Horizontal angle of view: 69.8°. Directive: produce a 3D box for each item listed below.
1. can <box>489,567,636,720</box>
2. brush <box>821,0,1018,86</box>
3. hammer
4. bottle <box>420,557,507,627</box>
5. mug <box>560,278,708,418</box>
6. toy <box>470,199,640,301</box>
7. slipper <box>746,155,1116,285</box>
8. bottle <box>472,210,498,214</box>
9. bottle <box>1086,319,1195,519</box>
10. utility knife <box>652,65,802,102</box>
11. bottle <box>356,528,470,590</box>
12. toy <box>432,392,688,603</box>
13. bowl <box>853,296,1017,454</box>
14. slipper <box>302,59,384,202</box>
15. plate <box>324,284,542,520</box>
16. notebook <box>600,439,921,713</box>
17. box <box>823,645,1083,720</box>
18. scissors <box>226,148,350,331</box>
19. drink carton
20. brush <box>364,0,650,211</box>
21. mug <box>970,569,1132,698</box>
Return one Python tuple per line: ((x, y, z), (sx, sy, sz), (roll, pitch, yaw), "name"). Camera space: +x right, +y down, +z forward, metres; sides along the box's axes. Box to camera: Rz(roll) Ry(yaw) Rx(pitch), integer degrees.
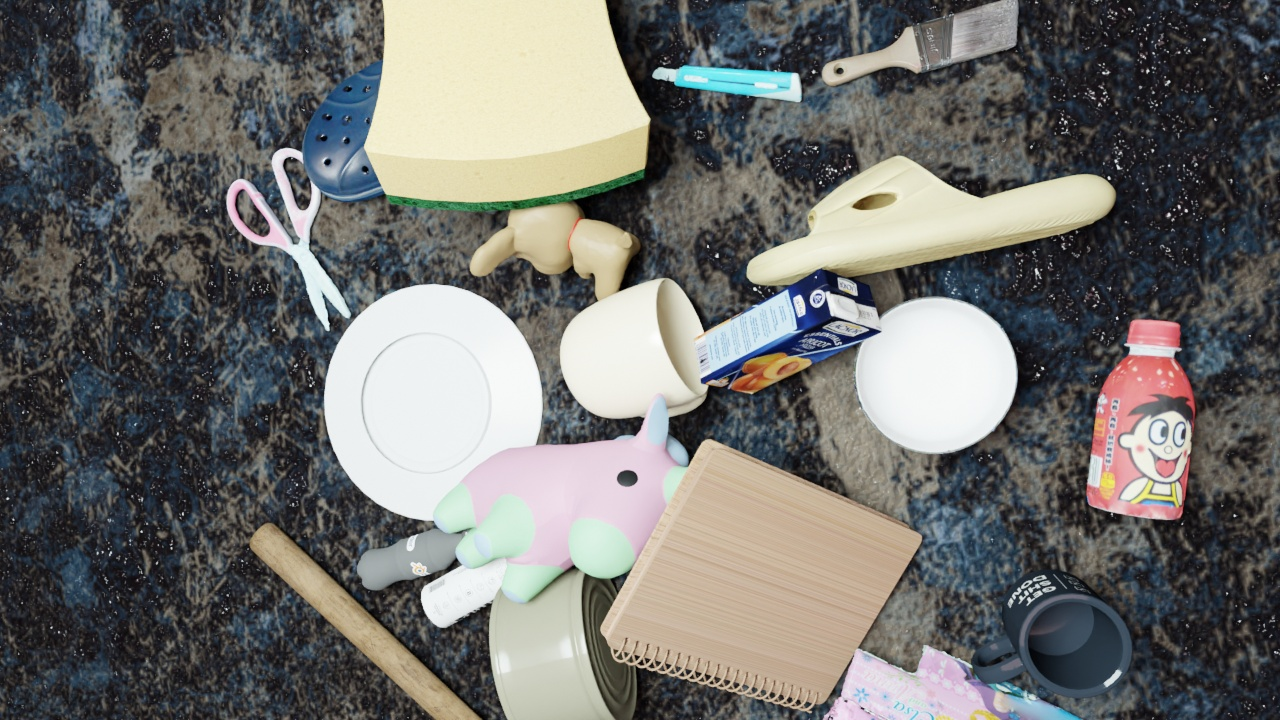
((-0.058, 0.229, 0.719), (0.073, 0.127, 0.127), (-16, 86, 11), "can")
((0.216, -0.242, 0.711), (0.151, 0.012, 0.039), (-12, 88, 13), "brush")
((-0.225, 0.254, 0.807), (0.322, 0.040, 0.129), (38, 94, 11), "hammer")
((-0.129, 0.184, 0.780), (0.116, 0.041, 0.041), (-30, 83, 12), "bottle")
((-0.004, 0.004, 0.728), (0.100, 0.096, 0.120), (-18, 126, 24), "mug")
((-0.057, -0.099, 0.734), (0.108, 0.106, 0.134), (24, 73, 3), "toy")
((0.202, -0.112, 0.666), (0.262, 0.111, 0.079), (-10, 90, 9), "slipper")
((-0.098, -0.171, 0.772), (0.130, 0.040, 0.040), (-40, 82, 10), "bottle")
((0.359, 0.040, 0.654), (0.062, 0.062, 0.137), (6, 92, 13), "bottle")
((0.070, -0.226, 0.746), (0.124, 0.015, 0.022), (8, 122, 15), "utility knife")
((-0.192, 0.169, 0.796), (0.110, 0.036, 0.036), (-20, 86, 13), "bottle")
((-0.057, 0.104, 0.713), (0.170, 0.222, 0.120), (-38, 119, -26), "toy")
((0.217, 0.011, 0.686), (0.113, 0.063, 0.113), (0, 90, 13), "bowl")
((-0.181, -0.223, 0.766), (0.253, 0.095, 0.105), (-23, 87, 8), "slipper")
((-0.187, 0.037, 0.806), (0.209, 0.015, 0.208), (0, 90, 13), "plate")
((0.091, 0.167, 0.672), (0.210, 0.022, 0.169), (25, 98, -28), "notebook")
((0.254, 0.303, 0.696), (0.230, 0.105, 0.087), (24, 139, 12), "box")
((-0.300, -0.113, 0.834), (0.105, 0.016, 0.179), (-40, 81, 10), "scissors")
((0.108, -0.019, 0.682), (0.130, 0.064, 0.040), (-30, 61, 41), "drink carton")
((-0.105, -0.242, 0.692), (0.195, 0.075, 0.250), (-7, 72, -4), "brush")
((0.289, 0.202, 0.662), (0.105, 0.077, 0.071), (-31, 83, 11), "mug")
